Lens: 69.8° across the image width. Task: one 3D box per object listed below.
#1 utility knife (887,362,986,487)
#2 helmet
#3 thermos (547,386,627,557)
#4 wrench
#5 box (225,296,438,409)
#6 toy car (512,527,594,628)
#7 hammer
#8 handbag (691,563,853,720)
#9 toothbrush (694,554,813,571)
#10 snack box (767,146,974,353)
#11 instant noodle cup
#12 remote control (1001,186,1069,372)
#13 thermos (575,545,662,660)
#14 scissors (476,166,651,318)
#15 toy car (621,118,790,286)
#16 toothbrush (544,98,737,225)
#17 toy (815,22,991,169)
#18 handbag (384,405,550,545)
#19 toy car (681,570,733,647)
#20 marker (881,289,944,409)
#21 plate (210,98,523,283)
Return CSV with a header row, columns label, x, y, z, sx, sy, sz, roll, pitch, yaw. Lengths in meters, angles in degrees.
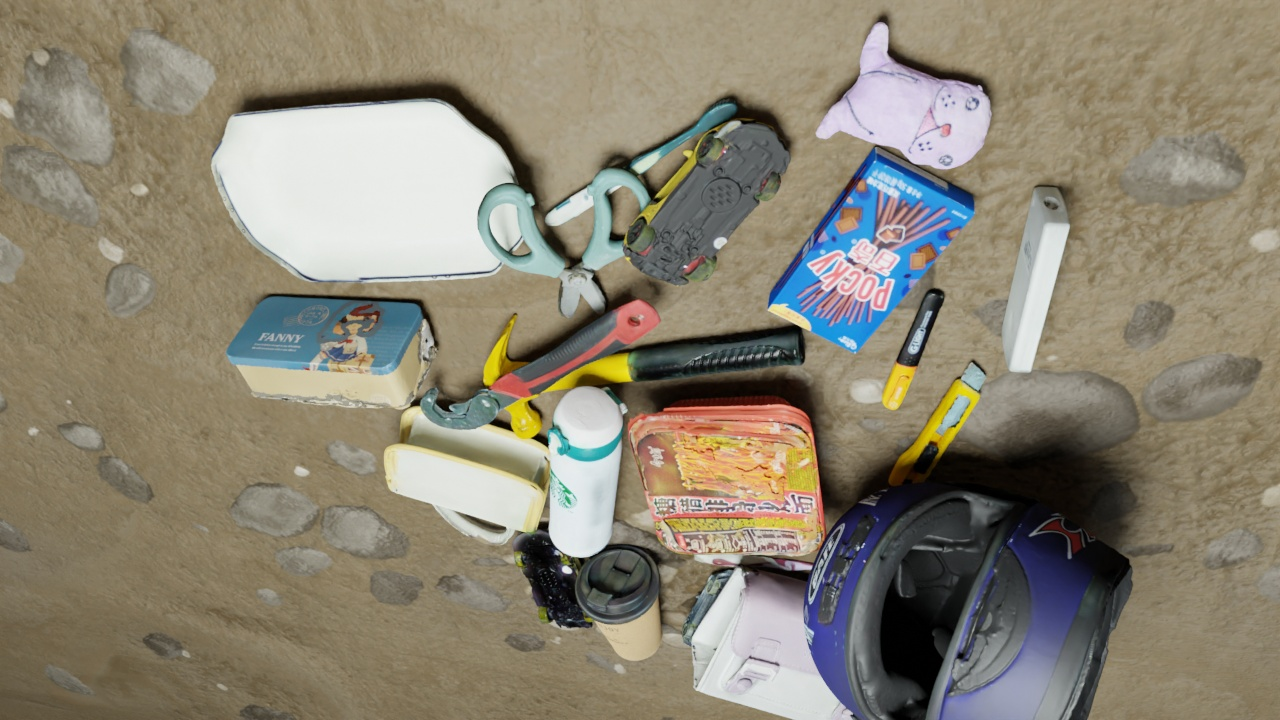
label,x,y,z,sx,sy,sz,roll,pitch,yaw
utility knife,0.261,0.067,0.814,0.033,0.015,0.174,15,131,-2
helmet,0.257,0.216,0.770,0.241,0.247,0.315,18,169,31
thermos,-0.055,0.108,0.865,0.073,0.073,0.225,13,143,4
wrench,-0.094,0.009,0.815,0.274,0.016,0.056,-24,121,31
box,-0.287,-0.009,0.845,0.184,0.089,0.062,3,136,10
toy car,-0.093,0.246,1.038,0.070,0.042,0.158,-6,121,19
hammer,-0.005,0.005,0.821,0.301,0.032,0.129,-7,128,20
handbag,0.170,0.303,0.965,0.197,0.098,0.145,18,113,-9
toothbrush,0.150,0.219,0.969,0.188,0.017,0.016,4,129,11
snack box,0.173,-0.080,0.707,0.084,0.026,0.158,25,131,-8
instant noodle cup,0.084,0.098,0.845,0.165,0.078,0.189,-2,130,16
remote control,0.290,-0.057,0.677,0.019,0.056,0.135,4,129,11
thermos,-0.017,0.272,1.015,0.093,0.092,0.143,1,136,14
scissors,-0.071,-0.089,0.740,0.169,0.019,0.178,3,142,-16
toy car,0.049,-0.118,0.692,0.071,0.041,0.156,24,125,-26
toothbrush,-0.004,-0.149,0.704,0.192,0.018,0.016,-25,125,33
toy,0.185,-0.170,0.620,0.108,0.038,0.084,22,122,-3
handbag,-0.178,0.130,0.957,0.163,0.063,0.179,17,140,-1
toy car,0.087,0.279,1.024,0.054,0.036,0.121,19,121,-7
marker,0.226,-0.007,0.762,0.018,0.015,0.124,10,129,0
plate,-0.219,-0.140,0.753,0.266,0.034,0.162,-1,129,15
